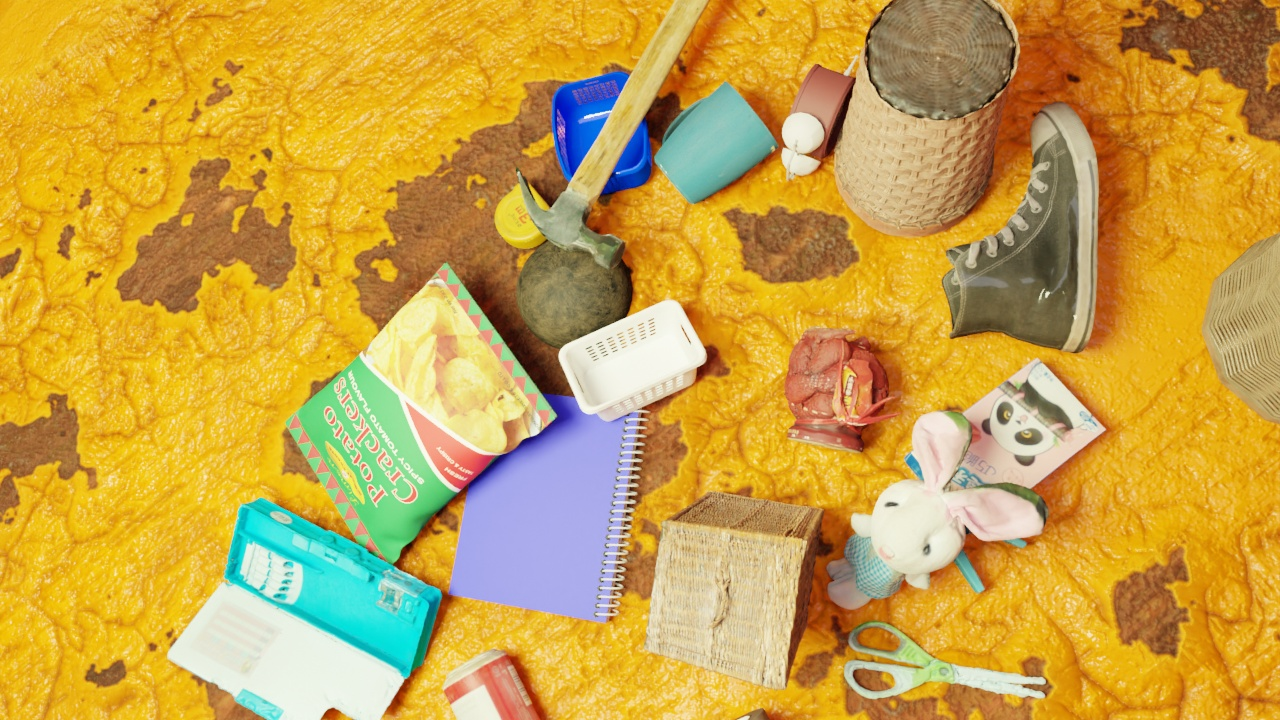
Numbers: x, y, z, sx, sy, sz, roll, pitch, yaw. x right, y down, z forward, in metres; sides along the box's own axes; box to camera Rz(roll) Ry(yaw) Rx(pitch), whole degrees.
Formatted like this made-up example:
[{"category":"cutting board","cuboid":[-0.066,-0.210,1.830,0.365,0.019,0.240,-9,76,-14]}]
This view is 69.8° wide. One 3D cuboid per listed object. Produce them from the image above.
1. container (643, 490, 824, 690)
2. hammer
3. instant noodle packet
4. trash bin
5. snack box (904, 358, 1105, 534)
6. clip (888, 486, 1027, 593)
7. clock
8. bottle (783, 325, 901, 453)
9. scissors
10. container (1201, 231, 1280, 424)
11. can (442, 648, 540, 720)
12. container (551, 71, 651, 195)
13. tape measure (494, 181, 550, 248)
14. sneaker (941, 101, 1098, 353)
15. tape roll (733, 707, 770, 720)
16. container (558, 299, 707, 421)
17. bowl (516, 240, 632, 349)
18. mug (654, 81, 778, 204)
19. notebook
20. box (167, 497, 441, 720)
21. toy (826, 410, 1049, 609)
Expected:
[{"category":"container","cuboid":[0.086,0.182,0.773,0.113,0.198,0.114,9,91,16]},{"category":"hammer","cuboid":[-0.007,-0.259,0.908,0.132,0.033,0.330,27,83,16]},{"category":"instant noodle packet","cuboid":[-0.226,0.058,0.907,0.253,0.090,0.195,-42,74,14]},{"category":"trash bin","cuboid":[0.252,-0.214,0.818,0.151,0.210,0.151,-2,78,10]},{"category":"snack box","cuboid":[0.324,0.076,0.822,0.154,0.033,0.088,-35,72,-9]},{"category":"clip","cuboid":[0.270,0.157,0.833,0.113,0.028,0.126,-36,73,-4]},{"category":"clock","cuboid":[0.172,-0.235,0.902,0.044,0.087,0.124,25,80,14]},{"category":"bottle","cuboid":[0.182,0.025,0.841,0.099,0.099,0.111,10,85,12]},{"category":"scissors","cuboid":[0.271,0.272,0.814,0.175,0.033,0.072,6,77,7]},{"category":"container","cuboid":[0.589,-0.047,0.727,0.227,0.196,0.226,-2,78,10]},{"category":"can","cuboid":[-0.118,0.353,0.841,0.067,0.067,0.170,-32,75,2]},{"category":"container","cuboid":[-0.037,-0.230,0.954,0.096,0.058,0.114,-12,76,8]},{"category":"tape measure","cuboid":[-0.121,-0.147,0.966,0.059,0.030,0.068,-40,72,0]},{"category":"sneaker","cuboid":[0.346,-0.126,0.846,0.120,0.095,0.234,4,86,9]},{"category":"tape roll","cuboid":[0.074,0.339,0.795,0.094,0.094,0.030,-31,74,3]},{"category":"container","cuboid":[-0.005,0.005,0.889,0.129,0.049,0.080,-24,59,-3]},{"category":"bowl","cuboid":[-0.072,-0.075,0.928,0.121,0.056,0.121,-2,78,10]},{"category":"mug","cuboid":[0.066,-0.221,0.929,0.104,0.084,0.112,-40,45,10]},{"category":"notebook","cuboid":[-0.089,0.139,0.906,0.172,0.022,0.209,6,80,13]},{"category":"box","cuboid":[-0.323,0.258,0.901,0.227,0.074,0.180,23,84,14]},{"category":"toy","cuboid":[0.216,0.147,0.778,0.131,0.105,0.206,55,129,20]}]
